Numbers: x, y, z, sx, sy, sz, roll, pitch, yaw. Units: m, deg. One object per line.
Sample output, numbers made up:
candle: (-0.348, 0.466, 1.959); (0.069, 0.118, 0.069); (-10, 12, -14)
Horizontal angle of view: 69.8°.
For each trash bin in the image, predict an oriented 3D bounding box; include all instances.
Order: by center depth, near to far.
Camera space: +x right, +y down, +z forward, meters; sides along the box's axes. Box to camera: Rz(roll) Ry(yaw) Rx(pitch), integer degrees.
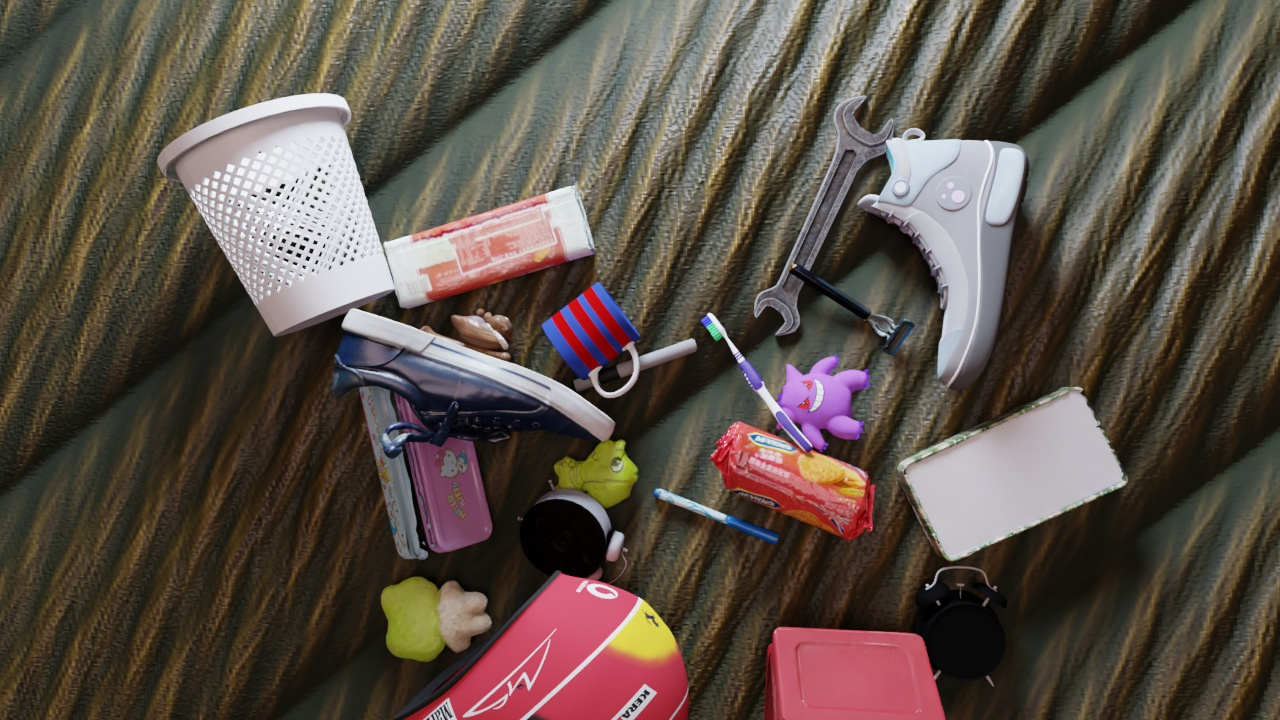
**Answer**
trash bin: (-0.359, -0.142, 0.957); (0.195, 0.195, 0.199); (-22, 96, 3)

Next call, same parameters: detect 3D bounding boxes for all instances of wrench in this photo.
wrench: (0.195, -0.155, 0.989); (0.070, 0.010, 0.273); (25, 91, 5)

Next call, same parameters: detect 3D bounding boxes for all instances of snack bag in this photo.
snack bag: (0.158, 0.124, 0.953); (0.176, 0.082, 0.082); (22, 90, 5)
snack bag: (-0.164, -0.124, 1.004); (0.225, 0.041, 0.077); (-16, 88, 2)

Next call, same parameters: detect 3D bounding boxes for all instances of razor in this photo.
razor: (0.220, -0.062, 0.976); (0.144, 0.022, 0.043); (34, 105, 1)

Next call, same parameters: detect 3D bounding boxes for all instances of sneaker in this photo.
sneaker: (-0.172, 0.053, 0.933); (0.294, 0.121, 0.127); (19, 85, -13)
sneaker: (0.298, -0.106, 0.947); (0.160, 0.093, 0.256); (12, 91, 13)

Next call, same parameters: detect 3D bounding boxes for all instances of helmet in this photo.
helmet: (-0.076, 0.350, 0.905); (0.271, 0.197, 0.224); (-44, 85, 10)

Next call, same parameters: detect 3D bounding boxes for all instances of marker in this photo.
marker: (0.081, 0.167, 0.988); (0.142, 0.013, 0.013); (21, 90, 5)
marker: (-0.006, 0.006, 0.998); (0.140, 0.016, 0.016); (-19, 87, 4)

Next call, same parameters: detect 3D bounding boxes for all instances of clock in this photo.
clock: (0.331, 0.273, 0.949); (0.091, 0.042, 0.120); (1, 88, 5)
clock: (-0.069, 0.190, 0.975); (0.122, 0.035, 0.095); (39, 112, -2)

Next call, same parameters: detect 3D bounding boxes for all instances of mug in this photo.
mug: (-0.041, -0.016, 0.969); (0.076, 0.075, 0.112); (-37, 78, 2)

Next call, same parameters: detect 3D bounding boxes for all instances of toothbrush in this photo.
toothbrush: (0.120, 0.022, 0.961); (0.016, 0.015, 0.186); (-37, 67, 5)

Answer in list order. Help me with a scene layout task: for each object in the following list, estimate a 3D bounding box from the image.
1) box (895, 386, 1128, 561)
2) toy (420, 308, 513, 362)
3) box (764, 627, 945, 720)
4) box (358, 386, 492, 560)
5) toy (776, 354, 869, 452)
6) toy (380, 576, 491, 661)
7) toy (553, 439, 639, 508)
box: (0.380, 0.116, 0.948); (0.205, 0.050, 0.117); (-27, 84, 3)
toy: (-0.183, -0.030, 1.000); (0.102, 0.041, 0.054); (15, 75, 11)
box: (0.204, 0.340, 0.901); (0.157, 0.165, 0.151); (1, 83, 4)
box: (-0.243, 0.106, 1.005); (0.093, 0.089, 0.214); (-16, 86, 45)
toy: (0.188, 0.044, 0.961); (0.088, 0.056, 0.106); (10, 73, 7)
toy: (-0.220, 0.278, 0.994); (0.118, 0.043, 0.092); (-8, 85, 2)
toy: (-0.050, 0.128, 0.989); (0.093, 0.036, 0.094); (10, 97, 7)
